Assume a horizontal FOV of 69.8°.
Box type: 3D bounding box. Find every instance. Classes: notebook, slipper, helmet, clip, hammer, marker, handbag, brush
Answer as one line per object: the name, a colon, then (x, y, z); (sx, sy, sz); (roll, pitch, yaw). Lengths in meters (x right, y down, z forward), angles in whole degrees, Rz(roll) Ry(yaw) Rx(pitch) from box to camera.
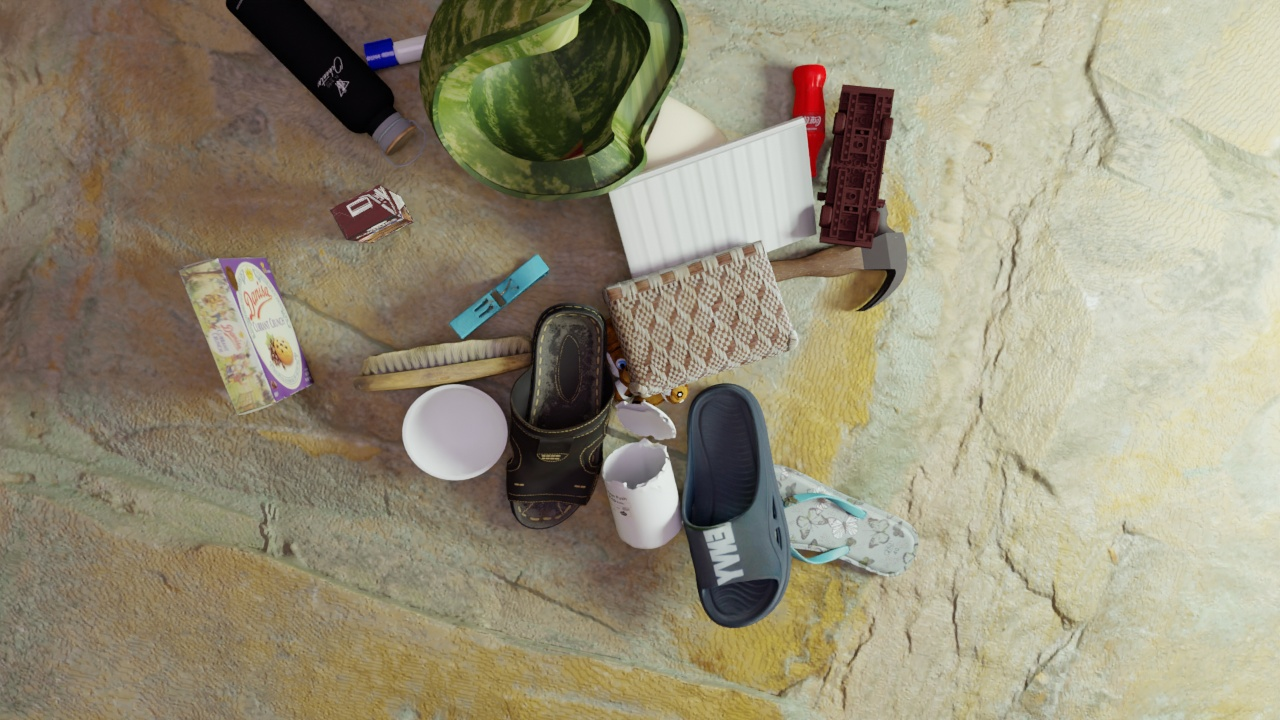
notebook: (0.080, -0.156, 0.956); (0.209, 0.009, 0.143); (-20, 132, -4)
slipper: (-0.087, 0.070, 0.976); (0.113, 0.075, 0.268); (7, 111, -10)
helmet: (-0.088, -0.280, 0.878); (0.244, 0.246, 0.213); (0, 132, 27)
slipper: (0.203, 0.184, 1.054); (0.268, 0.055, 0.098); (16, 92, -9)
clip: (-0.152, -0.068, 0.997); (0.127, 0.113, 0.028); (-38, 99, 5)
hammer: (0.140, -0.096, 1.026); (0.323, 0.033, 0.115); (-9, 94, -5)
marker: (-0.221, -0.332, 0.962); (0.133, 0.023, 0.027); (-15, 76, -5)
slipper: (0.098, 0.156, 0.992); (0.111, 0.083, 0.268); (-7, 83, 16)
handbag: (0.062, -0.043, 0.969); (0.185, 0.047, 0.124); (-17, 87, -6)
brush: (-0.208, 0.004, 0.983); (0.195, 0.059, 0.043); (-9, 87, -8)

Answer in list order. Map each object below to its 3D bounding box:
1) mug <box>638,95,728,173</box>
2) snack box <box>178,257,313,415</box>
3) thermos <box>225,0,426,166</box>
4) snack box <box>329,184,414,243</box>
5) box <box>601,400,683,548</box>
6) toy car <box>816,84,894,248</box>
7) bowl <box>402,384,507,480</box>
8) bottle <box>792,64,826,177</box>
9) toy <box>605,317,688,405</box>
mug: (0.036, -0.205, 0.968); (0.099, 0.096, 0.120); (23, 93, -20)
snack box: (-0.389, -0.029, 0.916); (0.040, 0.143, 0.148); (-19, 98, -3)
thermos: (-0.312, -0.293, 0.937); (0.061, 0.061, 0.231); (-45, 99, 0)
snack box: (-0.265, -0.144, 0.918); (0.051, 0.141, 0.032); (-28, 98, -3)
box: (-0.001, 0.119, 0.987); (0.092, 0.083, 0.166); (-44, 136, -34)
toy car: (0.233, -0.206, 0.997); (0.070, 0.062, 0.170); (8, 89, 9)
bowl: (-0.201, 0.071, 0.997); (0.110, 0.040, 0.110); (-3, 109, -8)
bottle: (0.185, -0.262, 1.009); (0.036, 0.036, 0.119); (-2, 97, -6)
toy: (-0.006, 0.006, 1.004); (0.087, 0.067, 0.112); (-32, 112, 12)
